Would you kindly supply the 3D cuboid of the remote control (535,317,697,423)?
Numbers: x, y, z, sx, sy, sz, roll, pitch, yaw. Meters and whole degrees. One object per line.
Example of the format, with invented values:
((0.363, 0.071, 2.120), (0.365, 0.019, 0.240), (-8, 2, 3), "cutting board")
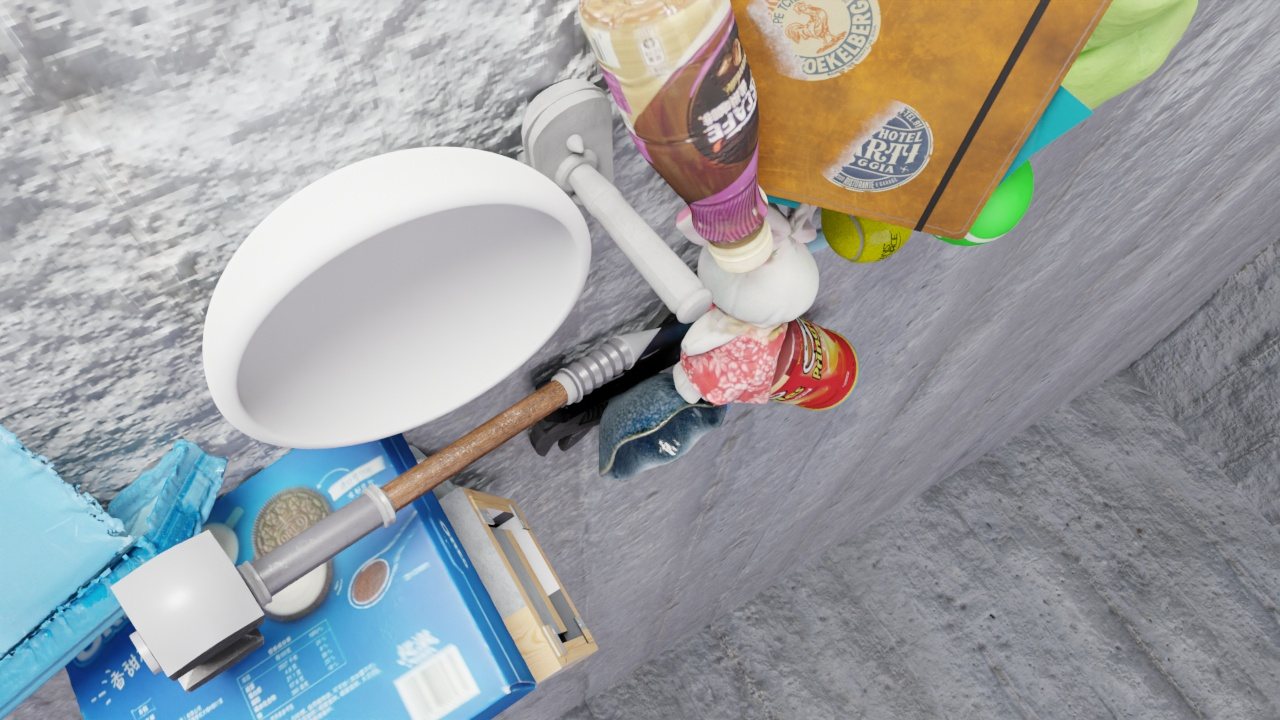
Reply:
((-0.004, 0.004, 0.673), (0.150, 0.022, 0.047), (-27, 151, -13), "remote control")

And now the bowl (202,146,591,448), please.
((-0.113, -0.036, 0.418), (0.176, 0.066, 0.177), (-28, 158, -13), "bowl")

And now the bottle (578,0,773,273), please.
((0.027, -0.103, 0.420), (0.059, 0.059, 0.166), (-33, 139, -3), "bottle")

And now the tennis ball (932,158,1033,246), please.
((0.183, -0.097, 0.511), (0.065, 0.065, 0.065), (-28, 158, -13), "tennis ball")

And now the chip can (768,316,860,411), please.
((0.125, -0.002, 0.797), (0.087, 0.087, 0.213), (-41, 158, 17), "chip can")

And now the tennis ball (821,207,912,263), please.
((0.164, -0.103, 0.663), (0.065, 0.065, 0.065), (-28, 158, -13), "tennis ball")

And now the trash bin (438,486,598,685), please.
((-0.183, 0.227, 0.696), (0.247, 0.142, 0.142), (-33, 165, 0), "trash bin")

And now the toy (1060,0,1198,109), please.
((0.272, -0.213, 0.545), (0.150, 0.107, 0.197), (-38, 150, 6), "toy")

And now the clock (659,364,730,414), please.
((0.021, 0.053, 0.811), (0.126, 0.052, 0.088), (-42, 157, 21), "clock")

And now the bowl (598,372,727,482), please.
((0.008, 0.045, 0.716), (0.110, 0.055, 0.110), (-26, 159, -11), "bowl")

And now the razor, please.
((-0.007, -0.064, 0.440), (0.047, 0.116, 0.088), (-33, 159, -15), "razor")

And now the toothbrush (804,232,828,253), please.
((0.156, -0.099, 0.728), (0.154, 0.016, 0.022), (-22, 123, -29), "toothbrush")

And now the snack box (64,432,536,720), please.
((-0.212, 0.174, 0.549), (0.239, 0.195, 0.056), (-34, 161, 1), "snack box")

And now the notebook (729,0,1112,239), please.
((0.114, -0.146, 0.397), (0.178, 0.014, 0.250), (14, 145, 1), "notebook")

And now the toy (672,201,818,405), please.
((0.071, -0.045, 0.609), (0.158, 0.084, 0.195), (-27, 146, -39), "toy")

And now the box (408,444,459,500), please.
((-0.228, 0.149, 0.695), (0.209, 0.045, 0.191), (-30, 158, -7), "box")

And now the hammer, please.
((-0.107, 0.057, 0.492), (0.321, 0.043, 0.156), (-33, 173, -30), "hammer")

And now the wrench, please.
((0.002, -0.012, 0.698), (0.073, 0.018, 0.274), (-1, 140, -52), "wrench")

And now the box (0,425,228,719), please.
((-0.335, 0.111, 0.462), (0.232, 0.094, 0.111), (-38, 116, 14), "box")
